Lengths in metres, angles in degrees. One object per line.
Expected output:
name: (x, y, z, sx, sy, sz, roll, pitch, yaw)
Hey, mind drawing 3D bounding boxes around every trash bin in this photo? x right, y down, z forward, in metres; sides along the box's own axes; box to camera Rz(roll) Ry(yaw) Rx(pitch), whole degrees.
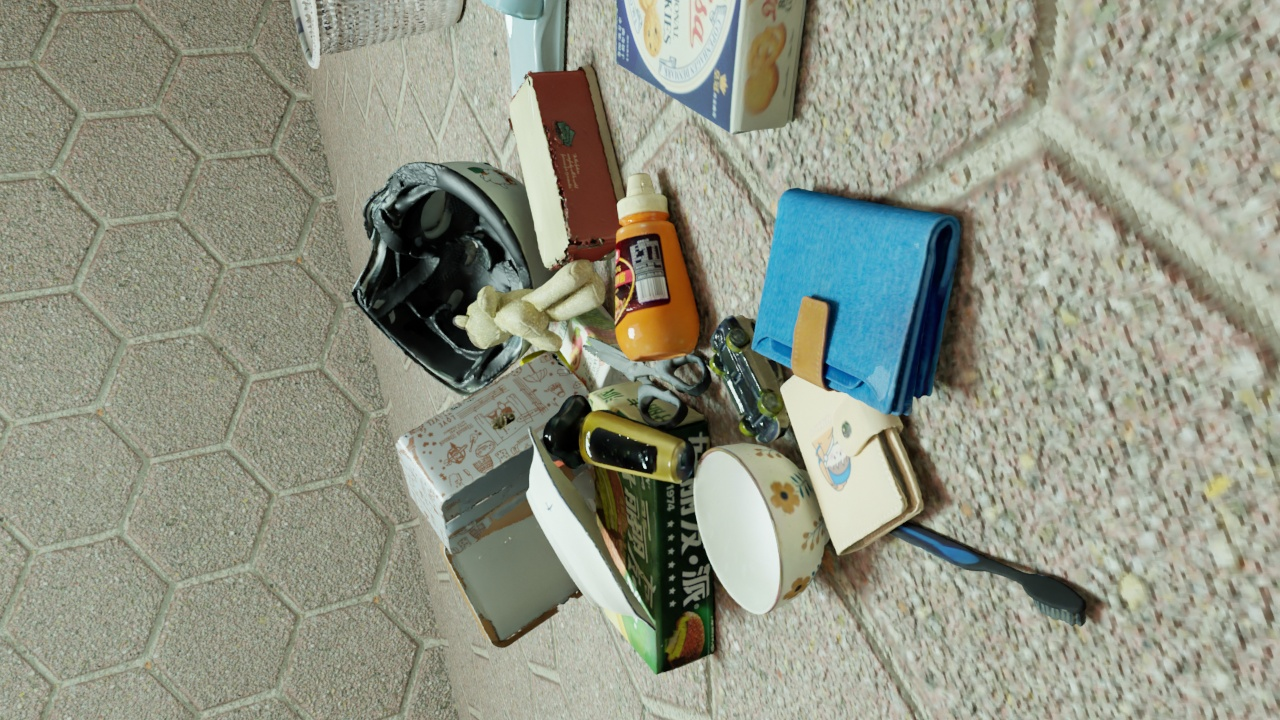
trash bin: (-0.329, -0.484, 1.128, 0.228, 0.191, 0.227, 167, 90, -68)

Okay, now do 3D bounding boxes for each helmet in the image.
helmet: (-0.178, -0.105, 1.003, 0.230, 0.156, 0.275, 36, 129, 11)

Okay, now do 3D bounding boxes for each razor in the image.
razor: (-0.018, 0.065, 0.700, 0.168, 0.067, 0.062, 8, 97, 56)

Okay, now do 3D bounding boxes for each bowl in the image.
bowl: (0.089, 0.107, 0.620, 0.114, 0.062, 0.113, 168, 90, -69)

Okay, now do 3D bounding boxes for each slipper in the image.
slipper: (-0.118, -0.334, 0.867, 0.104, 0.074, 0.246, -128, 32, -48)

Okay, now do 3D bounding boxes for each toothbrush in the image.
toothbrush: (0.165, 0.104, 0.503, 0.016, 0.014, 0.190, 57, 164, -19)

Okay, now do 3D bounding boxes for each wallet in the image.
wallet: (0.124, 0.048, 0.548, 0.087, 0.024, 0.115, 128, 135, -52)
wallet: (0.113, -0.037, 0.510, 0.133, 0.040, 0.106, 33, 117, 59)

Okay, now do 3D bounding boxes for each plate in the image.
plate: (-0.051, 0.147, 0.755, 0.164, 0.034, 0.164, 54, 174, 37)

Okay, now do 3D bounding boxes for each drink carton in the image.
drink carton: (-0.044, -0.016, 0.888, 0.122, 0.045, 0.054, 52, 136, 43)

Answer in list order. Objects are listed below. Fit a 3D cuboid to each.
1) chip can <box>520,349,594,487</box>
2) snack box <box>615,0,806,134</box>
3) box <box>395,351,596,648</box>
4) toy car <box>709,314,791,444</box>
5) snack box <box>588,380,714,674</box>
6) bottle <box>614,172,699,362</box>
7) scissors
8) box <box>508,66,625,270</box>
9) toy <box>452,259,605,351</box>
chip can: (-0.085, 0.096, 1.012, 0.073, 0.073, 0.217, -147, 49, -60)
snack box: (0.039, -0.258, 0.573, 0.182, 0.045, 0.178, -130, 35, -50)
box: (-0.118, 0.136, 0.898, 0.126, 0.178, 0.274, 34, 146, 45)
toy car: (0.078, 0.013, 0.631, 0.042, 0.035, 0.090, 118, 135, -59)
snack box: (0.010, 0.146, 0.821, 0.114, 0.063, 0.240, 33, 130, 56)
bottle: (0.007, -0.076, 0.727, 0.067, 0.066, 0.149, 159, 105, -67)
scissors: (-0.010, 0.015, 0.776, 0.175, 0.014, 0.135, -14, 48, 37)
box: (-0.074, -0.172, 0.837, 0.091, 0.079, 0.168, 158, 99, -66)
toy: (-0.102, -0.052, 0.854, 0.158, 0.105, 0.066, -19, 57, 33)
